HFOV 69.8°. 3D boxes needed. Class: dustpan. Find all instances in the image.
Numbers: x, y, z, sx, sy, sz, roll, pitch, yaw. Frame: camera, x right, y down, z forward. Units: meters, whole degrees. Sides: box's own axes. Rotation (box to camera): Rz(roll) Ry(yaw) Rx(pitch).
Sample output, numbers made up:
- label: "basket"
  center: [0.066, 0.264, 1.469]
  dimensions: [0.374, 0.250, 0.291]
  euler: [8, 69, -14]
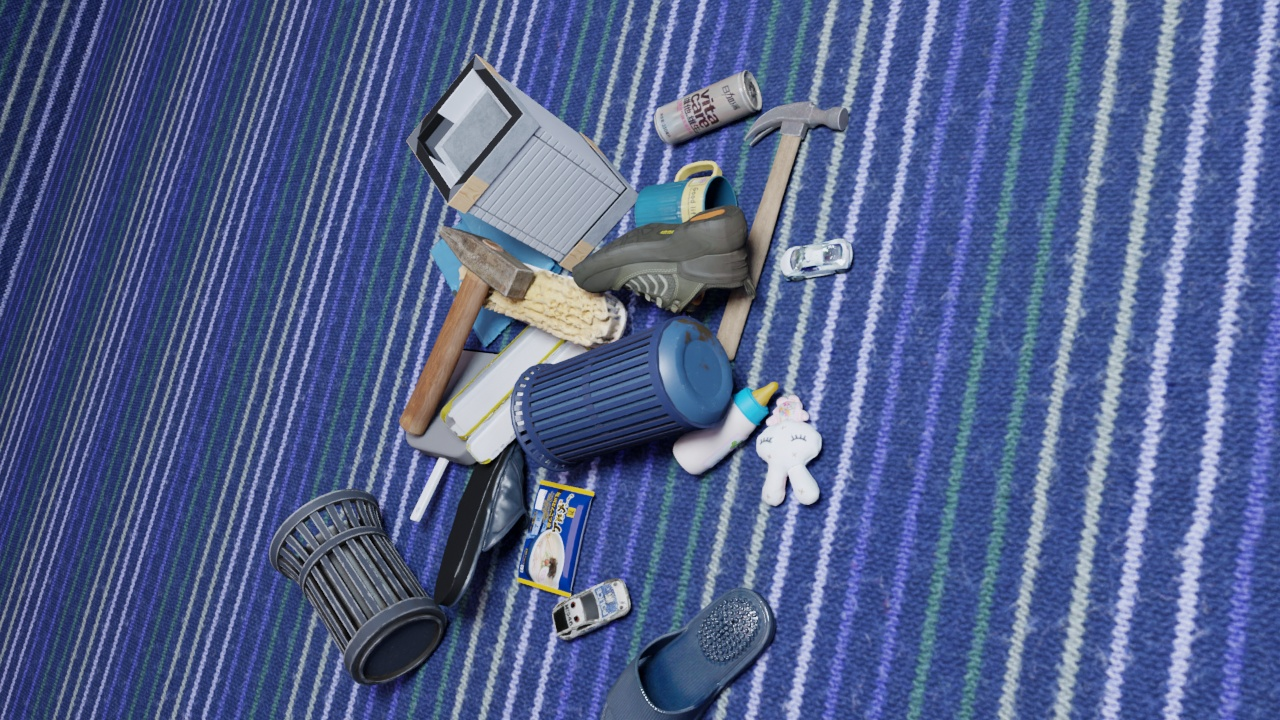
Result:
- label: "dustpan"
  center: [-0.274, 0.105, 1.308]
  dimensions: [0.163, 0.033, 0.257]
  euler: [6, 66, 41]

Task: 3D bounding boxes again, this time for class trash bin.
- label: "trash bin"
  center: [-0.020, 0.040, 1.076]
  dimensions: [0.250, 0.139, 0.139]
  euler: [-19, 65, 40]
- label: "trash bin"
  center: [-0.382, 0.314, 1.260]
  dimensions: [0.227, 0.164, 0.164]
  euler: [43, 101, 32]
- label: "trash bin"
  center: [-0.150, -0.252, 1.216]
  dimensions: [0.143, 0.246, 0.142]
  euler: [-46, 55, 14]

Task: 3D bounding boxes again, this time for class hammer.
- label: "hammer"
  center: [-0.267, -0.030, 1.270]
  dimensions: [0.158, 0.037, 0.301]
  euler: [37, 109, 30]
- label: "hammer"
  center: [0.151, -0.159, 1.121]
  dimensions: [0.119, 0.030, 0.331]
  euler: [16, 88, 35]

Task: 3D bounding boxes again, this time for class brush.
- label: "brush"
  center: [-0.135, -0.084, 1.240]
  dimensions: [0.271, 0.056, 0.083]
  euler: [22, 94, 33]

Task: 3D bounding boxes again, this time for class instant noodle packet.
- label: "instant noodle packet"
  center: [-0.109, 0.227, 1.177]
  dimensions: [0.087, 0.026, 0.134]
  euler: [7, 80, 33]

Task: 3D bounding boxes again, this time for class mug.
- label: "mug"
  center: [0.062, -0.200, 1.161]
  dimensions: [0.107, 0.083, 0.113]
  euler: [0, 65, 37]

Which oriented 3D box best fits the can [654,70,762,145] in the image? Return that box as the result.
- label: "can"
  center: [0.086, -0.327, 1.196]
  dimensions: [0.136, 0.054, 0.054]
  euler: [-15, 67, 31]

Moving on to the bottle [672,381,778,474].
- label: "bottle"
  center: [0.104, 0.073, 1.061]
  dimensions: [0.146, 0.051, 0.051]
  euler: [-42, 56, 17]

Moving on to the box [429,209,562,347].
- label: "box"
  center: [-0.226, -0.153, 1.375]
  dimensions: [0.175, 0.033, 0.231]
  euler: [-47, 56, 16]

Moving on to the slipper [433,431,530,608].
- label: "slipper"
  center: [-0.191, 0.206, 1.214]
  dimensions: [0.109, 0.083, 0.264]
  euler: [-35, 34, 52]

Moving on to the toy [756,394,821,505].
- label: "toy"
  center: [0.164, 0.098, 1.020]
  dimensions: [0.076, 0.037, 0.125]
  euler: [-8, 72, 36]

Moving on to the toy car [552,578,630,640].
- label: "toy car"
  center: [-0.062, 0.301, 1.112]
  dimensions: [0.113, 0.040, 0.048]
  euler: [-30, 61, 23]

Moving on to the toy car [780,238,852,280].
- label: "toy car"
  center: [0.202, -0.118, 1.067]
  dimensions: [0.090, 0.027, 0.038]
  euler: [-8, 73, 33]

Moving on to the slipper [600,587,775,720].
- label: "slipper"
  center: [0.033, 0.346, 1.008]
  dimensions: [0.264, 0.082, 0.101]
  euler: [-47, 53, 13]

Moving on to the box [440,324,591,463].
- label: "box"
  center: [-0.167, 0.037, 1.237]
  dimensions: [0.209, 0.034, 0.129]
  euler: [-45, 49, -8]

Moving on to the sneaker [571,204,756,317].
- label: "sneaker"
  center: [0.039, -0.093, 1.111]
  dimensions: [0.238, 0.100, 0.143]
  euler: [-10, 112, 34]
